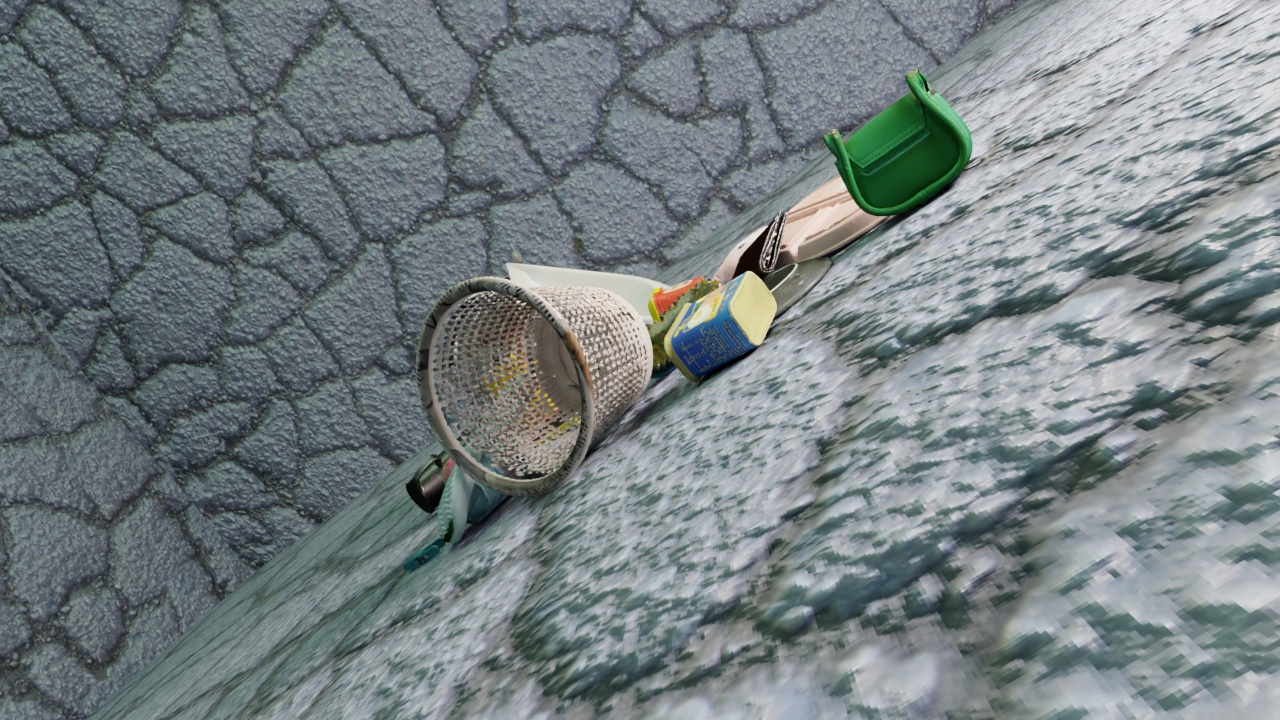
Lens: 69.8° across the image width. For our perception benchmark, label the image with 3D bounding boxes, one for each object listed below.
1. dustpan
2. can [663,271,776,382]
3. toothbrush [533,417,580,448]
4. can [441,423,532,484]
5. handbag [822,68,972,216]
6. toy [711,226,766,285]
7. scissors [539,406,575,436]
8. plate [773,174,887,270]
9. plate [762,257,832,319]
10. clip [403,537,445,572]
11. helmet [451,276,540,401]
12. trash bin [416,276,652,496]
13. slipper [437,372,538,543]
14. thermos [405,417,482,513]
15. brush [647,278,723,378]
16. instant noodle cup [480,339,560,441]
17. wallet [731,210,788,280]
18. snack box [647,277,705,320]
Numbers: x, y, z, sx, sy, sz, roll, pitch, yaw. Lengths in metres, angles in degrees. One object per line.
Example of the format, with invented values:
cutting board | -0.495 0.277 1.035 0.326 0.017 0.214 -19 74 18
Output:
dustpan | -0.058 -0.106 1.453 0.143 0.257 0.222 -52 25 12
can | 0.081 -0.035 0.909 0.083 0.057 0.101 -29 17 34
toothbrush | -0.136 0.107 1.259 0.191 0.016 0.015 -30 10 48
can | -0.214 0.137 1.276 0.148 0.058 0.057 -32 8 38
handbag | 0.271 -0.220 0.960 0.132 0.120 0.067 -36 1 26
toy | 0.148 -0.138 1.342 0.160 0.054 0.121 -43 4 17
scissors | -0.065 0.035 1.260 0.202 0.015 0.205 -26 -22 -25
plate | 0.246 -0.189 1.130 0.230 0.028 0.229 -34 15 10
plate | 0.133 -0.065 1.019 0.179 0.024 0.179 -36 6 4
clip | -0.248 0.223 1.049 0.055 0.013 0.038 -36 6 11
helmet | -0.174 -0.030 1.578 0.157 0.230 0.273 -2 -5 37
trash bin | -0.095 0.008 0.992 0.228 0.227 0.191 -33 -4 34
slipper | -0.165 0.115 1.064 0.104 0.074 0.244 -62 3 46
thermos | -0.258 0.134 1.443 0.241 0.068 0.090 -42 -27 -33
brush | 0.049 -0.033 1.096 0.143 0.055 0.073 -46 -19 -10
instant noodle cup | -0.162 0.044 1.367 0.116 0.123 0.116 -34 7 30
wallet | 0.138 -0.118 1.128 0.096 0.020 0.123 -68 9 -28
snack box | 0.059 -0.065 1.195 0.080 0.082 0.091 -22 10 9
